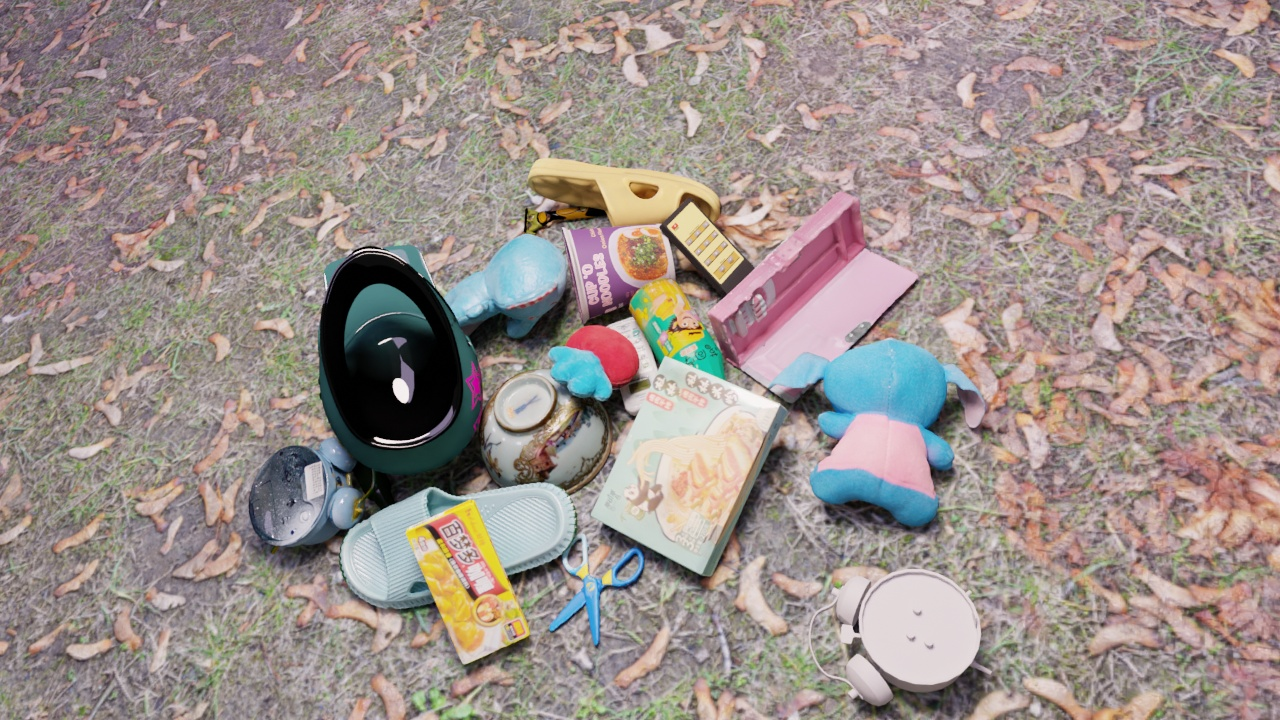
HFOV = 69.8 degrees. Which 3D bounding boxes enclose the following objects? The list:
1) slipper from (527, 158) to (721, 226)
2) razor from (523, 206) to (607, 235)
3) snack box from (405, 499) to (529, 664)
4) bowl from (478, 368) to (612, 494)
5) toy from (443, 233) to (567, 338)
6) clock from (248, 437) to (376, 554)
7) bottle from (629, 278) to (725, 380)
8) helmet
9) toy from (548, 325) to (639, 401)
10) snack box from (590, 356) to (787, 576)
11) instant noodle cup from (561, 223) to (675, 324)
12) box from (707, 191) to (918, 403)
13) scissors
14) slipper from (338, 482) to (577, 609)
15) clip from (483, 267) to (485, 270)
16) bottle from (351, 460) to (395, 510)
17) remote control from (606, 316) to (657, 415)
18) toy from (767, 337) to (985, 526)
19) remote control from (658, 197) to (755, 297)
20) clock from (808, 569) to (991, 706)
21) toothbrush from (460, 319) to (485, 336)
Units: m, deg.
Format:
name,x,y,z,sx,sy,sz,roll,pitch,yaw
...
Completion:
name,x,y,z,sx,sy,sz,roll,pitch,yaw
slipper,-0.027,-0.199,1.193,0.263,0.099,0.078,14,76,13
razor,-0.091,-0.202,1.266,0.144,0.021,0.044,-6,56,8
snack box,-0.177,0.227,0.946,0.075,0.025,0.152,-23,94,-7
bowl,-0.119,0.070,1.049,0.160,0.094,0.159,-7,55,11
toy,-0.169,-0.079,1.148,0.181,0.115,0.183,-30,27,3
clock,-0.378,0.154,1.063,0.162,0.060,0.118,-22,66,16
bottle,0.060,0.001,1.061,0.068,0.068,0.209,-28,62,-4
helmet,-0.277,-0.007,1.037,0.176,0.200,0.274,-15,88,-12
toy,-0.053,0.004,1.046,0.092,0.062,0.132,26,34,17
snack box,0.051,0.110,0.976,0.141,0.044,0.193,23,86,26
instant noodle cup,-0.025,-0.119,1.135,0.122,0.137,0.122,-13,82,-5
box,0.204,-0.075,1.058,0.232,0.107,0.115,-42,48,-15
scissors,-0.056,0.235,0.973,0.125,0.016,0.123,-43,53,-14
slipper,-0.204,0.195,0.993,0.276,0.069,0.116,-15,73,6
clip,-0.186,-0.126,1.244,0.060,0.045,0.023,-54,52,17
bottle,-0.314,0.148,1.087,0.033,0.033,0.123,-35,56,-9
remote control,-0.007,0.006,1.103,0.050,0.022,0.133,-18,55,2
toy,0.239,0.066,0.954,0.224,0.099,0.191,10,66,11
remote control,0.086,-0.133,1.121,0.133,0.013,0.058,46,63,-8
clock,0.237,0.255,0.852,0.159,0.061,0.119,-8,56,8
toothbrush,-0.211,-0.060,1.204,0.019,0.018,0.187,33,71,29
